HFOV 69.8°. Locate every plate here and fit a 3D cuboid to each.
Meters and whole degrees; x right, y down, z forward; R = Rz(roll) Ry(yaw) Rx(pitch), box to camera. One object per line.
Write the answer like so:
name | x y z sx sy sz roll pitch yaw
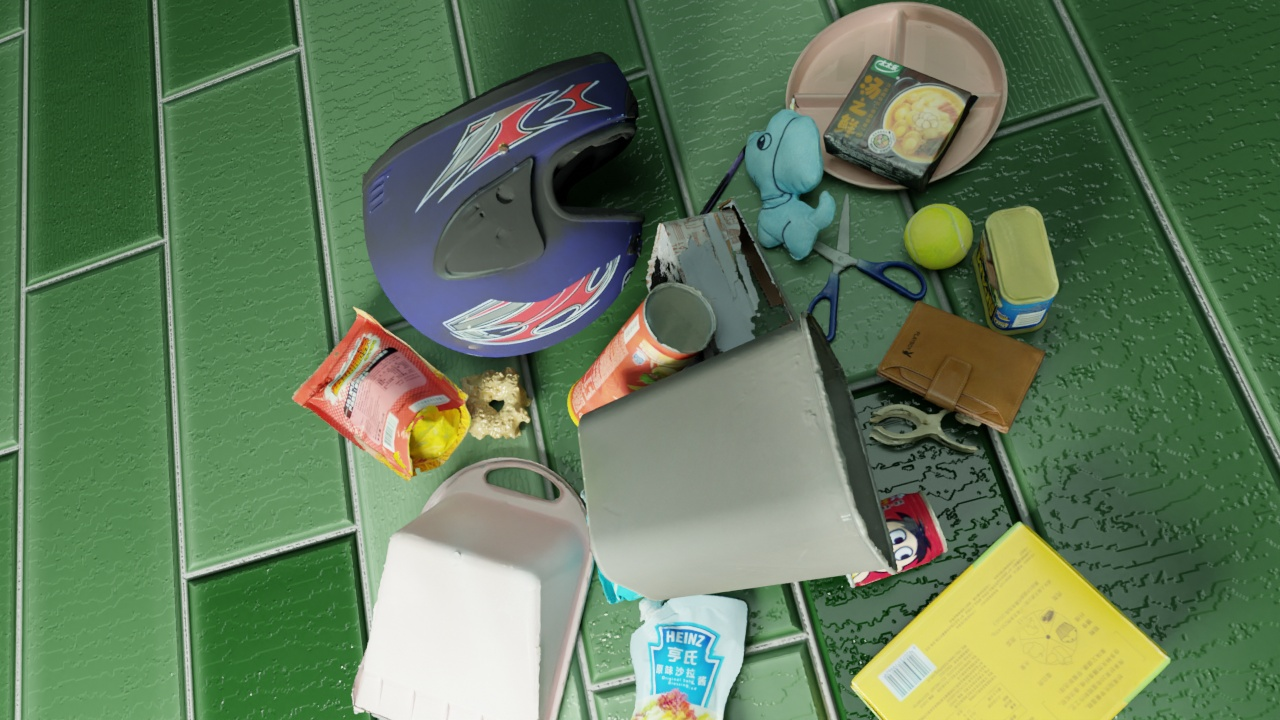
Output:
plate | 0.274 -0.285 0.996 0.230 0.028 0.229 -4 72 12

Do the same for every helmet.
helmet | -0.115 -0.137 0.937 0.315 0.247 0.240 -28 96 1

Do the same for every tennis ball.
tennis ball | 0.298 -0.124 0.918 0.065 0.065 0.065 -4 72 13

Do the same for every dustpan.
dustpan | -0.155 0.249 0.948 0.223 0.138 0.274 15 105 17

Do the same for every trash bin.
trash bin | 0.081 0.098 0.785 0.220 0.199 0.198 -17 61 17

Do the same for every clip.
clip | 0.272 0.062 0.884 0.100 0.035 0.070 2 72 10

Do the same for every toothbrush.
toothbrush | 0.069 -0.163 1.018 0.017 0.014 0.189 27 81 33

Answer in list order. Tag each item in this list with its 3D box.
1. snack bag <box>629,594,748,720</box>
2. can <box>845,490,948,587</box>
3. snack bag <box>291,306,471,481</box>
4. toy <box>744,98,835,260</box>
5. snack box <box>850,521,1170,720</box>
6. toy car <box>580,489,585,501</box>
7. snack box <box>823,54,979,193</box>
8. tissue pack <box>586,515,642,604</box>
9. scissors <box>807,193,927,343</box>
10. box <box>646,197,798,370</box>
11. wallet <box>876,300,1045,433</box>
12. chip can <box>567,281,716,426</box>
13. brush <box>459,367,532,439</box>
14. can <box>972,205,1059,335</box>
snack bag | 0.039 0.315 0.862 0.110 0.039 0.190 0 72 23
can | 0.226 0.163 0.845 0.094 0.066 0.066 -22 69 7
snack bag | -0.280 0.036 0.988 0.208 0.073 0.128 30 85 32
toy | 0.156 -0.194 0.969 0.161 0.049 0.156 34 111 51
snack box | 0.310 0.268 0.788 0.210 0.070 0.157 -43 68 -2
toy car | -0.018 0.122 0.934 0.090 0.043 0.034 -30 74 3
snack box | 0.270 -0.252 0.948 0.113 0.053 0.125 29 87 20
tissue pack | 0.017 0.175 0.904 0.133 0.050 0.093 -22 70 7
scissors | 0.218 -0.095 0.958 0.162 0.012 0.175 12 75 20
box | 0.105 -0.056 0.909 0.148 0.147 0.181 -13 68 -14
wallet | 0.306 0.005 0.881 0.132 0.031 0.107 26 60 21
chip can | -0.005 0.005 0.875 0.073 0.217 0.073 9 62 -18
brush | -0.236 0.043 1.021 0.255 0.046 0.083 2 78 19
can | 0.359 -0.086 0.880 0.057 0.083 0.102 -9 71 11
